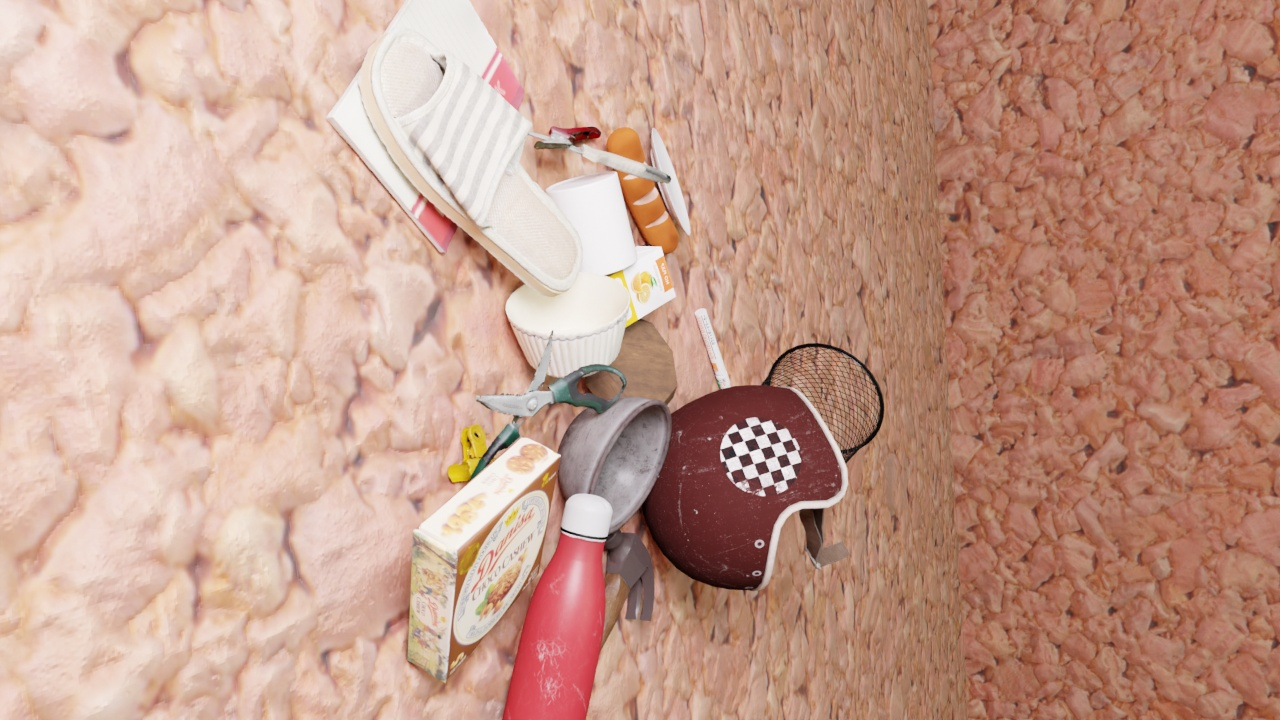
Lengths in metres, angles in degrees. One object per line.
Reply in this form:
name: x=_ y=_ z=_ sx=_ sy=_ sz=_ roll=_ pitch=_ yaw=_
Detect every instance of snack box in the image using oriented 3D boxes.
snack box: x=-0.127 y=0.157 z=0.741 sx=0.142 sy=0.041 sz=0.147 roll=-43 pitch=151 yaw=-52

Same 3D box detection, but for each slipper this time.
slipper: x=-0.126 y=-0.158 z=0.774 sx=0.273 sy=0.054 sz=0.114 roll=51 pitch=50 yaw=-39

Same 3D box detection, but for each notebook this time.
notebook: x=-0.171 y=-0.219 z=0.780 sx=0.153 sy=0.012 sz=0.208 roll=55 pitch=43 yaw=-44

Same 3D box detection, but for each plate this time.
plate: x=-0.006 y=0.006 z=0.991 sx=0.131 sy=0.025 sz=0.131 roll=18 pitch=62 yaw=-37
plate: x=0.033 y=-0.214 z=1.110 sx=0.134 sy=0.011 sz=0.134 roll=-17 pitch=89 yaw=-78

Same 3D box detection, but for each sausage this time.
sausage: x=0.002 y=-0.192 z=1.053 sx=0.039 sy=0.044 sz=0.164 roll=-43 pitch=129 yaw=-22

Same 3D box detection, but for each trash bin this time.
trash bin: x=0.222 y=0.102 z=1.301 sx=0.209 sy=0.184 sz=0.184 roll=-39 pitch=121 yaw=-49

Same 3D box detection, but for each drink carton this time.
drink carton: x=-0.021 y=-0.072 z=0.962 sx=0.122 sy=0.040 sz=0.058 roll=-33 pitch=117 yaw=-32

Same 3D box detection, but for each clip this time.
clip: x=-0.141 y=0.082 z=0.796 sx=0.054 sy=0.046 sz=0.048 roll=8 pitch=106 yaw=-59

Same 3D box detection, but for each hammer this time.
hammer: x=-0.059 y=0.317 z=0.922 sx=0.115 sy=0.033 sz=0.321 roll=61 pitch=39 yaw=-36

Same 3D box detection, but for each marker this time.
marker: x=0.102 y=-0.005 z=1.245 sx=0.017 sy=0.017 sz=0.145 roll=-57 pitch=135 yaw=-46

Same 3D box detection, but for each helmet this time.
helmet: x=0.126 y=0.146 z=1.045 sx=0.234 sy=0.253 sz=0.233 roll=124 pitch=-52 yaw=-73

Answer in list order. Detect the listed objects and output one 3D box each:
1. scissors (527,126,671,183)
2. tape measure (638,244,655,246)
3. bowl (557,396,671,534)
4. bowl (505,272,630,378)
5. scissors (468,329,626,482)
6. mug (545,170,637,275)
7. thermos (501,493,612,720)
scissors: x=-0.050 y=-0.210 z=0.909 sx=0.198 sy=0.179 sz=0.015 roll=-92 pitch=-153 yaw=-66
tape measure: x=0.007 y=-0.103 z=1.065 sx=0.061 sy=0.034 sz=0.061 roll=-71 pitch=149 yaw=-48
bowl: x=-0.035 y=0.094 z=0.917 sx=0.144 sy=0.067 sz=0.145 roll=-44 pitch=147 yaw=-39
bowl: x=-0.066 y=-0.029 z=0.863 sx=0.115 sy=0.115 sz=0.063 roll=-53 pitch=147 yaw=-49
scissors: x=-0.091 y=0.067 z=0.801 sx=0.201 sy=0.015 sz=0.205 roll=9 pitch=111 yaw=-58
mug: x=-0.049 y=-0.144 z=0.945 sx=0.110 sy=0.074 sz=0.090 roll=-88 pitch=165 yaw=-70
thermos: x=-0.068 y=0.238 z=0.822 sx=0.073 sy=0.073 sz=0.240 roll=15 pitch=87 yaw=-60
